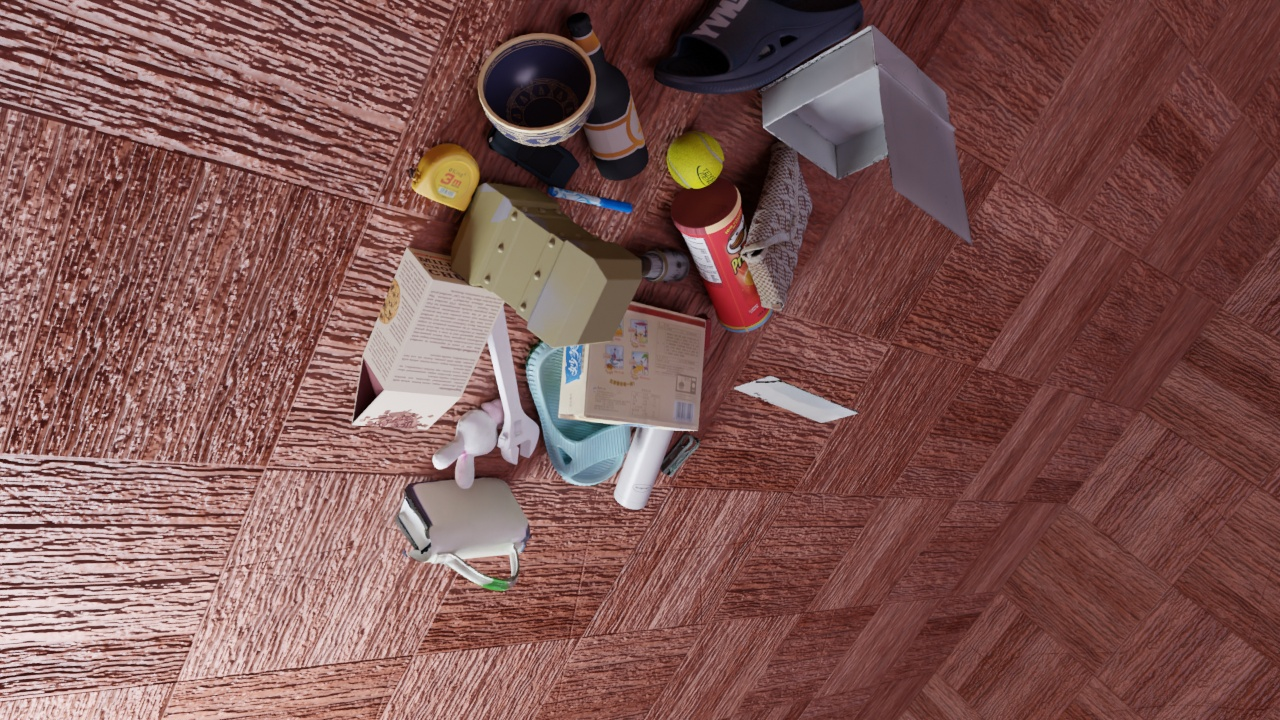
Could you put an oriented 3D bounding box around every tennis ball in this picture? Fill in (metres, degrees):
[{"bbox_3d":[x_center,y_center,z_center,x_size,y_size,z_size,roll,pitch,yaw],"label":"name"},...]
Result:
[{"bbox_3d":[0.064,-0.235,1.074,0.065,0.065,0.065,-22,135,-24],"label":"tennis ball"}]

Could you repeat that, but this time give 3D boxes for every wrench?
[{"bbox_3d":[-0.164,0.019,1.118,0.066,0.018,0.274,-48,144,-42],"label":"wrench"}]

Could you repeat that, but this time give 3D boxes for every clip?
[{"bbox_3d":[0.060,0.146,1.429,0.076,0.023,0.043,-49,141,8],"label":"clip"}]

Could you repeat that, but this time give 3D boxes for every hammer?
[{"bbox_3d":[-0.036,-0.109,1.049,0.324,0.190,0.101,-8,130,-57],"label":"hammer"}]

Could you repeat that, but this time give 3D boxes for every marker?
[{"bbox_3d":[-0.055,-0.181,1.039,0.141,0.013,0.013,-1,124,-54],"label":"marker"}]

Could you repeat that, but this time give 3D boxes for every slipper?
[{"bbox_3d":[-0.076,0.078,1.207,0.115,0.069,0.276,-30,132,-16],"label":"slipper"},{"bbox_3d":[0.135,-0.365,0.993,0.267,0.111,0.083,-30,135,-21],"label":"slipper"}]

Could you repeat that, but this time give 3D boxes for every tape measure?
[{"bbox_3d":[-0.195,-0.189,0.925,0.068,0.030,0.059,14,114,-48],"label":"tape measure"},{"bbox_3d":[0.075,-0.032,1.291,0.051,0.019,0.059,-22,135,-25],"label":"tape measure"}]

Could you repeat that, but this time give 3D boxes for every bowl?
[{"bbox_3d":[-0.098,-0.255,0.900,0.112,0.112,0.061,-35,163,-11],"label":"bowl"}]

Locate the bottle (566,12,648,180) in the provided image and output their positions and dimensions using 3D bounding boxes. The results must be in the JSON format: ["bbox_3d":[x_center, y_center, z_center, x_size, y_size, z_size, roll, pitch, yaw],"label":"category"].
[{"bbox_3d":[-0.040,-0.276,0.958,0.059,0.059,0.182,-34,139,-12],"label":"bottle"}]

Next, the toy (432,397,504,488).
[{"bbox_3d":[-0.206,0.094,1.148,0.125,0.037,0.076,-56,141,-20],"label":"toy"}]

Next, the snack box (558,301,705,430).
[{"bbox_3d":[-0.007,0.007,1.173,0.207,0.055,0.153,10,82,-44],"label":"snack box"}]

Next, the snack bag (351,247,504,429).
[{"bbox_3d":[-0.239,-0.010,1.010,0.094,0.070,0.207,8,118,-43],"label":"snack bag"}]

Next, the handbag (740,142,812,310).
[{"bbox_3d":[0.180,-0.171,1.171,0.124,0.047,0.185,57,46,-52],"label":"handbag"}]

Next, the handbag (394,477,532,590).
[{"bbox_3d":[-0.213,0.231,1.155,0.151,0.176,0.074,1,124,-41],"label":"handbag"}]

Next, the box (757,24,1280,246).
[{"bbox_3d":[0.364,-0.245,0.953,0.166,0.528,0.234,20,106,-39],"label":"box"}]

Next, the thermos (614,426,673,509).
[{"bbox_3d":[0.016,0.117,1.343,0.052,0.052,0.225,-5,126,-37],"label":"thermos"}]

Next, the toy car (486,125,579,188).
[{"bbox_3d":[-0.111,-0.219,0.966,0.112,0.034,0.046,26,105,-48],"label":"toy car"}]

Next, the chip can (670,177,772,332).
[{"bbox_3d":[0.110,-0.131,1.186,0.087,0.087,0.213,-38,140,-7],"label":"chip can"}]
